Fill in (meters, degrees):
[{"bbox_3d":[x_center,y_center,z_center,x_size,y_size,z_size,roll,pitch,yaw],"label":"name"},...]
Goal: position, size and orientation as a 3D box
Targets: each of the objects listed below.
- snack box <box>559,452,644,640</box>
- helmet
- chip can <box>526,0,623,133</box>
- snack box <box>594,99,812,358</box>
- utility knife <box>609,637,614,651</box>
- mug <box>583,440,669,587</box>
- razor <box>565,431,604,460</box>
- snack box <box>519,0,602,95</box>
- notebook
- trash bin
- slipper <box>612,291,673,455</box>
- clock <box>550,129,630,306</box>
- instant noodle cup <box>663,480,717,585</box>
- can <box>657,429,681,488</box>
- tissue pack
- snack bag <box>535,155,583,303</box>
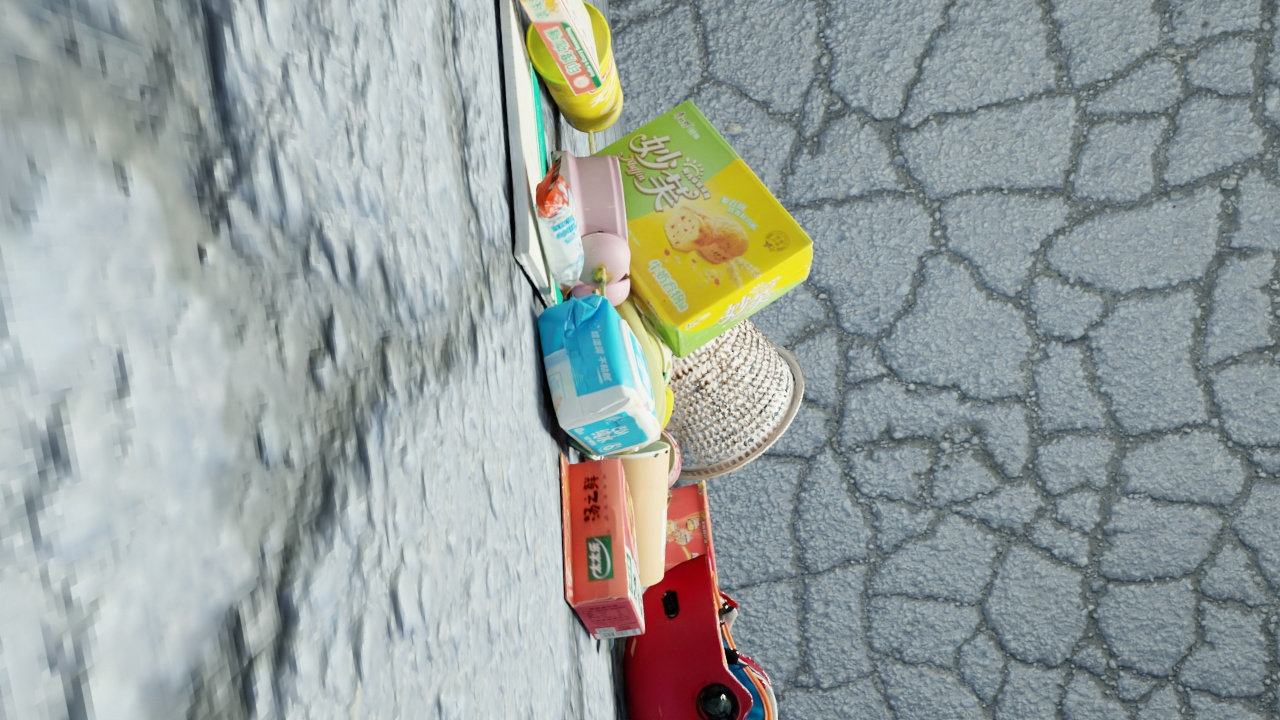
[{"bbox_3d":[-0.028,0.143,0.706,0.127,0.044,0.113,77,6,-60],"label":"snack box"},{"bbox_3d":[0.049,0.317,0.919,0.206,0.144,0.240,-84,153,-79],"label":"helmet"},{"bbox_3d":[-0.056,-0.270,0.870,0.213,0.072,0.072,-36,119,-87],"label":"chip can"},{"bbox_3d":[0.041,-0.129,0.884,0.210,0.157,0.070,54,-9,21],"label":"snack box"},{"bbox_3d":[-0.023,0.210,0.861,0.213,0.022,0.031,-107,-152,-71],"label":"utility knife"},{"bbox_3d":[-0.010,0.137,0.827,0.078,0.078,0.123,-69,156,-84],"label":"mug"},{"bbox_3d":[-0.050,0.021,0.768,0.042,0.022,0.142,40,37,-41],"label":"razor"},{"bbox_3d":[-0.070,-0.276,0.676,0.156,0.027,0.077,52,25,-60],"label":"snack box"},{"bbox_3d":[-0.081,-0.149,0.685,0.150,0.012,0.209,75,8,-75],"label":"notebook"},{"bbox_3d":[0.055,-0.001,1.100,0.192,0.228,0.227,54,20,-34],"label":"trash bin"},{"bbox_3d":[-0.005,0.005,0.828,0.092,0.081,0.190,-53,-146,30],"label":"slipper"},{"bbox_3d":[-0.041,-0.106,0.787,0.117,0.060,0.158,96,-11,-72],"label":"clock"},{"bbox_3d":[0.039,0.230,1.186,0.138,0.108,0.138,-4,87,-87],"label":"instant noodle cup"},{"bbox_3d":[0.008,0.102,0.940,0.094,0.066,0.066,70,13,-79],"label":"can"},{"bbox_3d":[-0.027,0.014,0.686,0.140,0.063,0.090,57,18,-69],"label":"tissue pack"},{"bbox_3d":[-0.055,-0.088,0.634,0.104,0.026,0.048,80,15,-47],"label":"snack bag"}]
